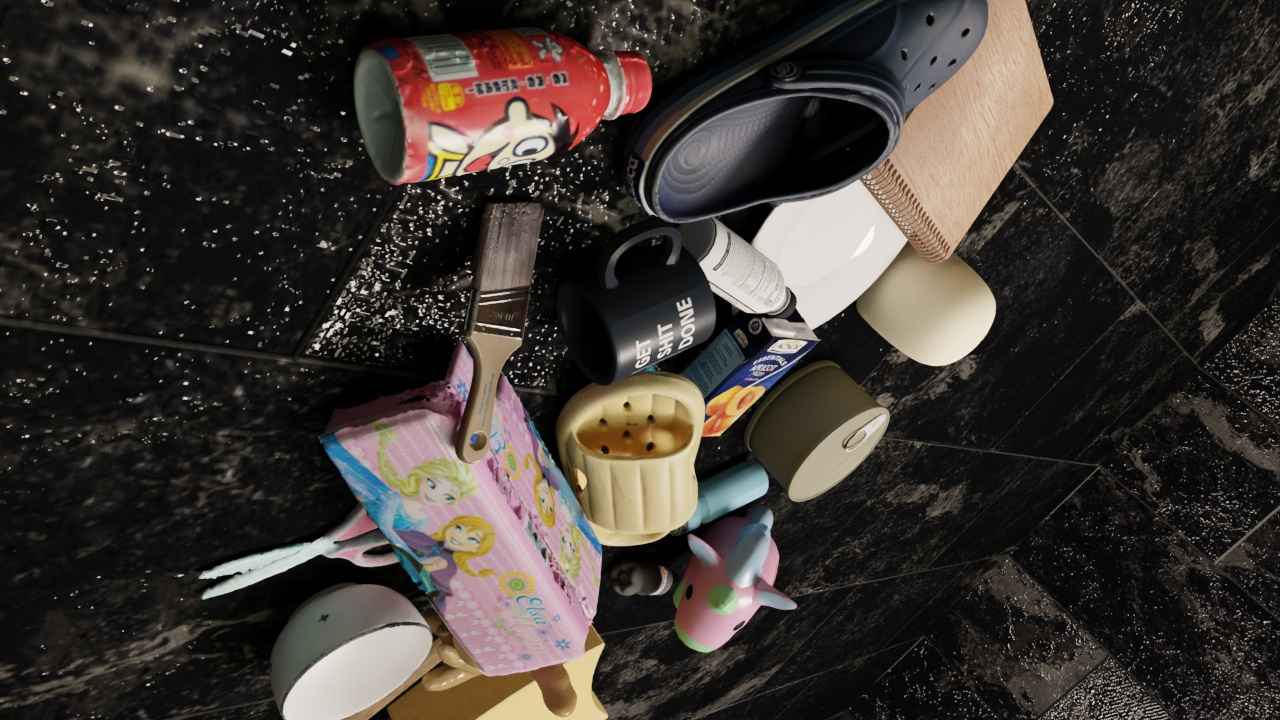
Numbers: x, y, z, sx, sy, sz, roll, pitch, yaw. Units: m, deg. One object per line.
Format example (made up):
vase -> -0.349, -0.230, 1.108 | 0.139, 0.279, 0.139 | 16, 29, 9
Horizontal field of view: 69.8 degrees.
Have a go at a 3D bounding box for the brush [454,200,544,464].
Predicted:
brush -> -0.082, -0.017, 0.511 | 0.038, 0.012, 0.151 | 8, 93, -42

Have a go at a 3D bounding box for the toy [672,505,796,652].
toy -> 0.101, 0.214, 0.965 | 0.221, 0.120, 0.172 | -49, 169, -49

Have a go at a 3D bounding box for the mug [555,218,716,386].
mug -> -0.002, -0.042, 0.577 | 0.077, 0.071, 0.105 | -25, 143, -26

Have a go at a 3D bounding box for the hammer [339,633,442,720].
hammer -> -0.181, 0.252, 0.795 | 0.321, 0.040, 0.129 | -37, 153, -4

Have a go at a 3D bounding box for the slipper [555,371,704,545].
slipper -> -0.009, 0.104, 0.725 | 0.111, 0.079, 0.262 | -1, 146, -2

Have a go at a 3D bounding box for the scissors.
scissors -> -0.213, 0.135, 0.629 | 0.178, 0.016, 0.105 | -23, 145, -27

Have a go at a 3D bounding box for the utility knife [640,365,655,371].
utility knife -> -0.004, 0.004, 0.691 | 0.022, 0.015, 0.124 | -36, 152, -2

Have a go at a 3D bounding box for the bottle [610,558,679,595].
bottle -> 0.009, 0.230, 0.971 | 0.036, 0.036, 0.109 | -49, 149, 13

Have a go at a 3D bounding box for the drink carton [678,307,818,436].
drink carton -> 0.075, 0.008, 0.733 | 0.064, 0.040, 0.130 | 2, 139, -46

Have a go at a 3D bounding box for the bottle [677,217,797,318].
bottle -> 0.070, -0.060, 0.641 | 0.116, 0.041, 0.041 | 27, 109, -44

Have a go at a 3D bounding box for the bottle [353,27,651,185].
bottle -> -0.057, -0.122, 0.425 | 0.137, 0.062, 0.062 | -18, 143, -31

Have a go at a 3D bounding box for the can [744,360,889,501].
can -> 0.174, 0.070, 0.913 | 0.127, 0.073, 0.128 | -28, 147, -20

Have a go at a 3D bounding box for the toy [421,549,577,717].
toy -> -0.112, 0.214, 0.709 | 0.108, 0.134, 0.105 | -26, 146, 28

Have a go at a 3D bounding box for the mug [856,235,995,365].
mug -> 0.277, -0.051, 0.845 | 0.120, 0.099, 0.096 | -18, 142, -34

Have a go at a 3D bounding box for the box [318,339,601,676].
box -> -0.106, 0.095, 0.608 | 0.086, 0.105, 0.230 | -16, 123, 13

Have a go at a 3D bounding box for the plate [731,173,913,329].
plate -> 0.152, -0.099, 0.729 | 0.208, 0.015, 0.209 | -28, 147, -20

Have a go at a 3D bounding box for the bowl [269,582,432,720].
bowl -> -0.215, 0.204, 0.665 | 0.113, 0.063, 0.114 | -29, 148, -20

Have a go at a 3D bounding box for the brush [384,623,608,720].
brush -> -0.136, 0.350, 0.927 | 0.194, 0.075, 0.251 | -28, 147, -21

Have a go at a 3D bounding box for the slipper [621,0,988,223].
slipper -> 0.110, -0.145, 0.551 | 0.252, 0.095, 0.105 | -29, 145, -13

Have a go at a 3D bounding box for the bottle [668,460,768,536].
bottle -> 0.069, 0.139, 0.919 | 0.129, 0.040, 0.040 | -20, 143, -31

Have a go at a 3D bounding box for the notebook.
notebook -> 0.246, -0.174, 0.705 | 0.169, 0.022, 0.210 | -58, 147, 6
